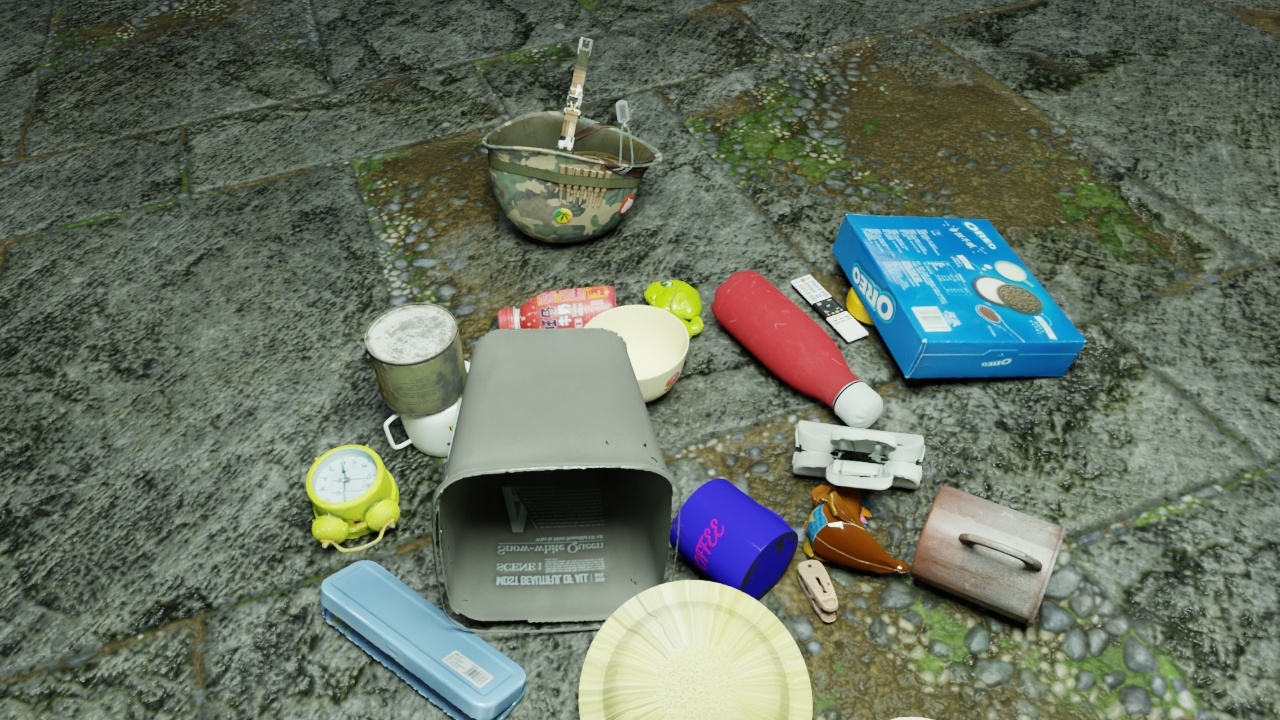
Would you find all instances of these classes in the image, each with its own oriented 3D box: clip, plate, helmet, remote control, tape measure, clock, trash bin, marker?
[{"bbox_3d":[0.208,0.098,0.878,0.125,0.089,0.150,4,8,11],"label":"clip"},{"bbox_3d":[0.044,0.258,0.713,0.184,0.036,0.184,0,62,0],"label":"plate"},{"bbox_3d":[-0.086,-0.269,1.171,0.224,0.236,0.192,-6,29,3],"label":"helmet"},{"bbox_3d":[0.223,-0.061,1.090,0.028,0.012,0.124,-20,46,-16],"label":"remote control"},{"bbox_3d":[0.272,-0.066,1.073,0.058,0.030,0.068,-22,51,-30],"label":"tape measure"},{"bbox_3d":[0.157,0.201,0.809,0.026,0.049,0.061,-10,71,-5],"label":"clip"},{"bbox_3d":[-0.279,0.137,0.893,0.083,0.057,0.119,-16,51,-12],"label":"clock"},{"bbox_3d":[-0.079,0.094,0.828,0.197,0.198,0.219,-1,37,-7],"label":"trash bin"},{"bbox_3d":[-0.183,0.104,0.900,0.017,0.017,0.146,5,73,10],"label":"marker"}]

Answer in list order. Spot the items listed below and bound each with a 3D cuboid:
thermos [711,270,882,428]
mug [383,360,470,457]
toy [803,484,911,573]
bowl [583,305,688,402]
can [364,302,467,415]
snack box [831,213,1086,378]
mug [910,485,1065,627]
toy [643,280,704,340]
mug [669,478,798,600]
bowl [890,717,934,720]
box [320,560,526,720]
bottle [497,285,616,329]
[{"bbox_3d":[0.171,-0.010,0.997,0.073,0.073,0.240,-25,48,-20],"label":"thermos"},{"bbox_3d":[-0.215,0.053,0.966,0.115,0.068,0.094,-31,49,-25],"label":"mug"},{"bbox_3d":[0.202,0.155,0.845,0.103,0.071,0.090,24,32,8],"label":"toy"},{"bbox_3d":[-0.006,0.006,0.994,0.118,0.074,0.117,-2,44,2],"label":"bowl"},{"bbox_3d":[-0.222,-0.001,0.918,0.090,0.075,0.089,-1,44,1],"label":"can"},{"bbox_3d":[0.351,-0.079,1.040,0.195,0.056,0.238,0,42,-14],"label":"snack box"},{"bbox_3d":[0.292,0.161,0.776,0.110,0.123,0.096,14,75,23],"label":"mug"},{"bbox_3d":[0.039,-0.059,1.088,0.094,0.036,0.093,25,57,24],"label":"toy"},{"bbox_3d":[0.094,0.159,0.832,0.083,0.079,0.111,35,28,34],"label":"mug"},{"bbox_3d":[0.199,0.323,0.653,0.115,0.063,0.115,-2,44,2],"label":"bowl"},{"bbox_3d":[-0.192,0.248,0.798,0.210,0.052,0.066,26,29,26],"label":"box"},{"bbox_3d":[-0.096,-0.051,1.072,0.137,0.062,0.061,-7,44,-1],"label":"bottle"}]
